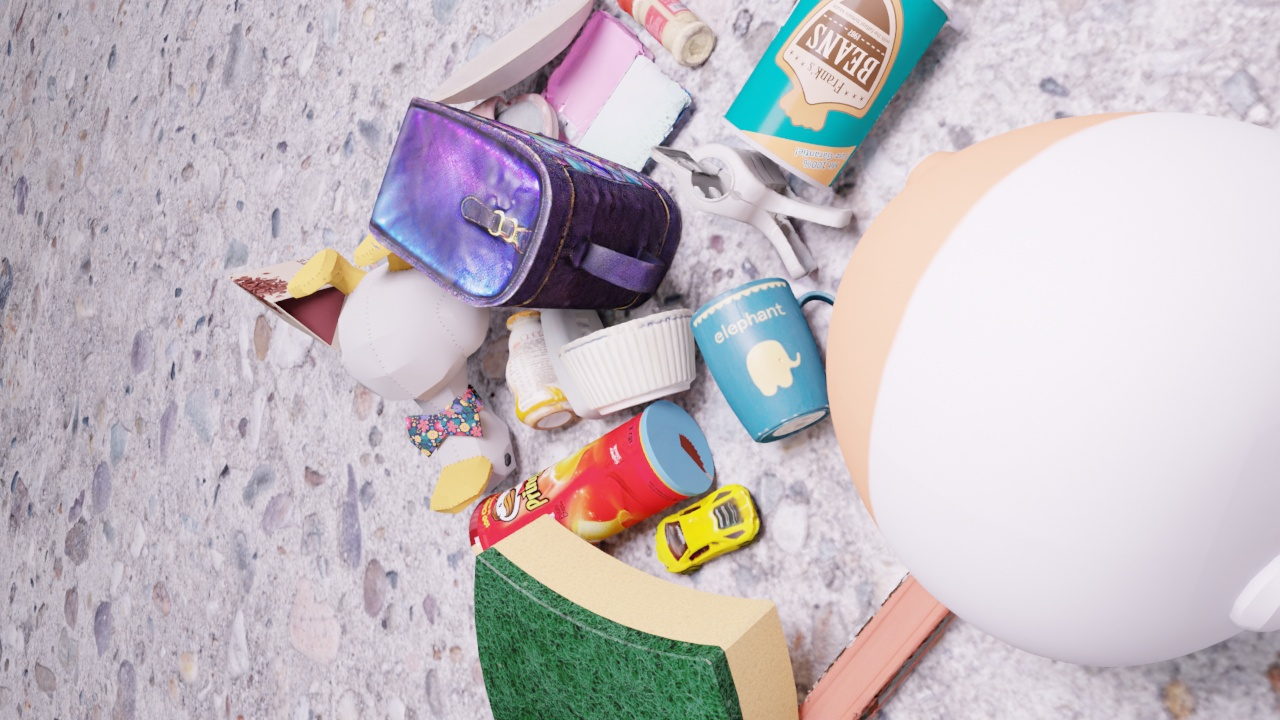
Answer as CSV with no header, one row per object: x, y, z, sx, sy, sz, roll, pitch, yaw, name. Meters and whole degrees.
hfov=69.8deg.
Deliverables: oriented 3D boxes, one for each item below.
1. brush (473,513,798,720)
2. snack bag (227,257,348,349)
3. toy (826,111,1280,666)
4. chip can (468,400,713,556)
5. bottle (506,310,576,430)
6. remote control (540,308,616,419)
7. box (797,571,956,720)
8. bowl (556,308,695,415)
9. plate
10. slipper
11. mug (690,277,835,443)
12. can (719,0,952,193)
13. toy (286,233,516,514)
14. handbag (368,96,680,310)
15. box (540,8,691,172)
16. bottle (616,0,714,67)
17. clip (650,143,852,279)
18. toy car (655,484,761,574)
-0.010,0.244,0.681,0.251,0.075,0.195,12,116,38,brush
-0.300,-0.054,0.935,0.094,0.206,0.070,23,98,40,snack bag
0.224,0.003,0.467,0.280,0.265,0.263,-131,32,-53,toy
-0.046,0.116,0.778,0.214,0.087,0.087,-32,64,31,chip can
-0.094,0.007,0.847,0.063,0.063,0.108,-33,64,32,bottle
-0.051,-0.002,0.815,0.028,0.060,0.114,-38,65,39,remote control
0.168,0.189,0.616,0.187,0.053,0.058,-58,21,15,box
-0.004,0.004,0.750,0.116,0.115,0.062,-20,86,36,bowl
-0.116,-0.294,0.881,0.189,0.027,0.188,-27,27,15,plate
-0.191,-0.170,0.912,0.275,0.054,0.114,-32,65,29,slipper
0.107,-0.003,0.680,0.112,0.084,0.104,-23,73,5,mug
0.138,-0.210,0.663,0.099,0.099,0.144,47,113,34,can
-0.196,-0.004,0.860,0.141,0.267,0.246,-21,30,18,toy
-0.079,-0.111,0.741,0.222,0.204,0.126,30,105,24,handbag
-0.058,-0.195,0.866,0.231,0.035,0.159,-52,54,21,box
0.021,-0.304,0.813,0.044,0.044,0.109,-51,56,22,bottle
0.087,-0.128,0.689,0.147,0.124,0.082,32,111,13,clip
0.050,0.136,0.731,0.107,0.030,0.049,-36,63,32,toy car
